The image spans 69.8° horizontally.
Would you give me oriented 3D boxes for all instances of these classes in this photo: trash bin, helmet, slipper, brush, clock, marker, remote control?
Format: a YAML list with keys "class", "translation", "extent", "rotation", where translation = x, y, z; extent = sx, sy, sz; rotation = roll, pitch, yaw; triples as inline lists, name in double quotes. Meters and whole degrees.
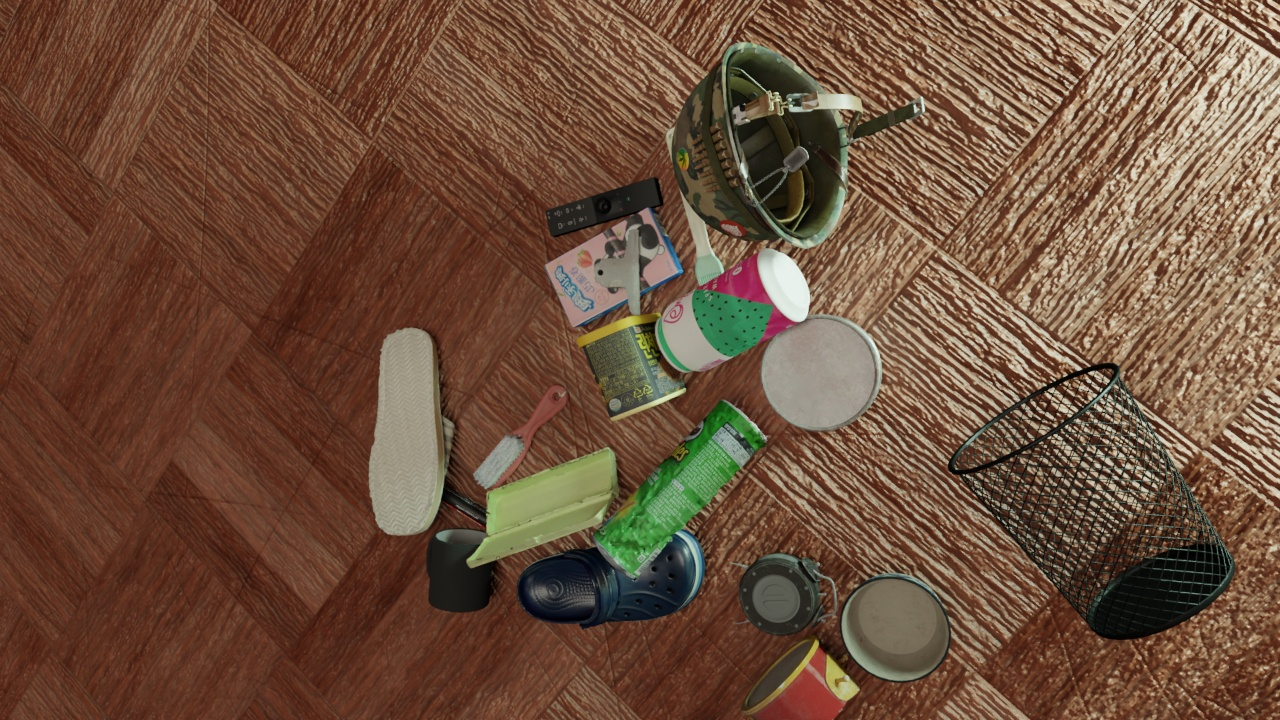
- class: "trash bin"
  translation: [0.441, 0.141, 0.892]
  extent: [0.184, 0.183, 0.210]
  rotation: [-37, 86, 17]
- class: "helmet"
  translation: [0.144, -0.224, 0.958]
  extent: [0.237, 0.192, 0.224]
  rotation: [-40, 64, 43]
- class: "slipper"
  translation: [-0.044, 0.274, 1.110]
  extent: [0.253, 0.095, 0.105]
  rotation: [-16, 85, 23]
- class: "brush"
  translation: [-0.154, 0.098, 1.172]
  extent: [0.041, 0.030, 0.172]
  rotation: [44, 105, 12]
- class: "clock"
  translation: [0.171, 0.390, 1.026]
  extent: [0.159, 0.117, 0.081]
  rotation: [-46, 82, 9]
- class: "slipper"
  translation: [-0.303, 0.093, 1.211]
  extent: [0.115, 0.054, 0.272]
  rotation: [-3, 82, 23]
- class: "marker"
  translation: [-0.210, 0.204, 1.202]
  extent: [0.145, 0.021, 0.024]
  rotation: [28, 131, 16]
- class: "remote control"
  translation: [-0.046, -0.188, 1.126]
  extent: [0.150, 0.013, 0.034]
  rotation: [-13, 88, 20]
- class: "brush"
  translation: [0.065, -0.173, 1.090]
  extent: [0.033, 0.012, 0.217]
  rotation: [-15, 87, 19]
- class: "clock"
  translation: [0.166, 0.269, 1.059]
  extent: [0.123, 0.043, 0.091]
  rotation: [-6, 91, 20]

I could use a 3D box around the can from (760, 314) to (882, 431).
- class: "can"
  translation: [0.203, 0.013, 1.032]
  extent: [0.130, 0.044, 0.130]
  rotation: [1, 93, 19]

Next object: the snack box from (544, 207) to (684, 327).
- class: "snack box"
  translation: [-0.033, -0.111, 1.115]
  extent: [0.154, 0.033, 0.088]
  rotation: [-26, 85, 19]

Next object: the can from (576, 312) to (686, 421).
- class: "can"
  translation: [-0.006, 0.006, 1.062]
  extent: [0.073, 0.130, 0.101]
  rotation: [-22, 88, 19]

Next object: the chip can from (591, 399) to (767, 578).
- class: "chip can"
  translation: [0.043, 0.147, 1.043]
  extent: [0.075, 0.075, 0.223]
  rotation: [44, 84, 12]

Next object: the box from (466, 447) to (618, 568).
- class: "box"
  translation: [-0.116, 0.185, 1.122]
  extent: [0.188, 0.140, 0.048]
  rotation: [-23, 116, 18]

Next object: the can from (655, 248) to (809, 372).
- class: "can"
  translation: [0.102, -0.053, 1.026]
  extent: [0.166, 0.088, 0.088]
  rotation: [-29, 83, 34]

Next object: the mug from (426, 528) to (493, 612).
- class: "mug"
  translation: [-0.243, 0.267, 1.194]
  extent: [0.114, 0.078, 0.088]
  rotation: [11, 97, 46]

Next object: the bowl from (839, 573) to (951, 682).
- class: "bowl"
  translation: [0.282, 0.288, 1.011]
  extent: [0.116, 0.059, 0.115]
  rotation: [1, 93, 19]

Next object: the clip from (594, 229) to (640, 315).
- class: "clip"
  translation: [-0.028, -0.103, 1.080]
  extent: [0.054, 0.041, 0.101]
  rotation: [-1, 93, 6]
